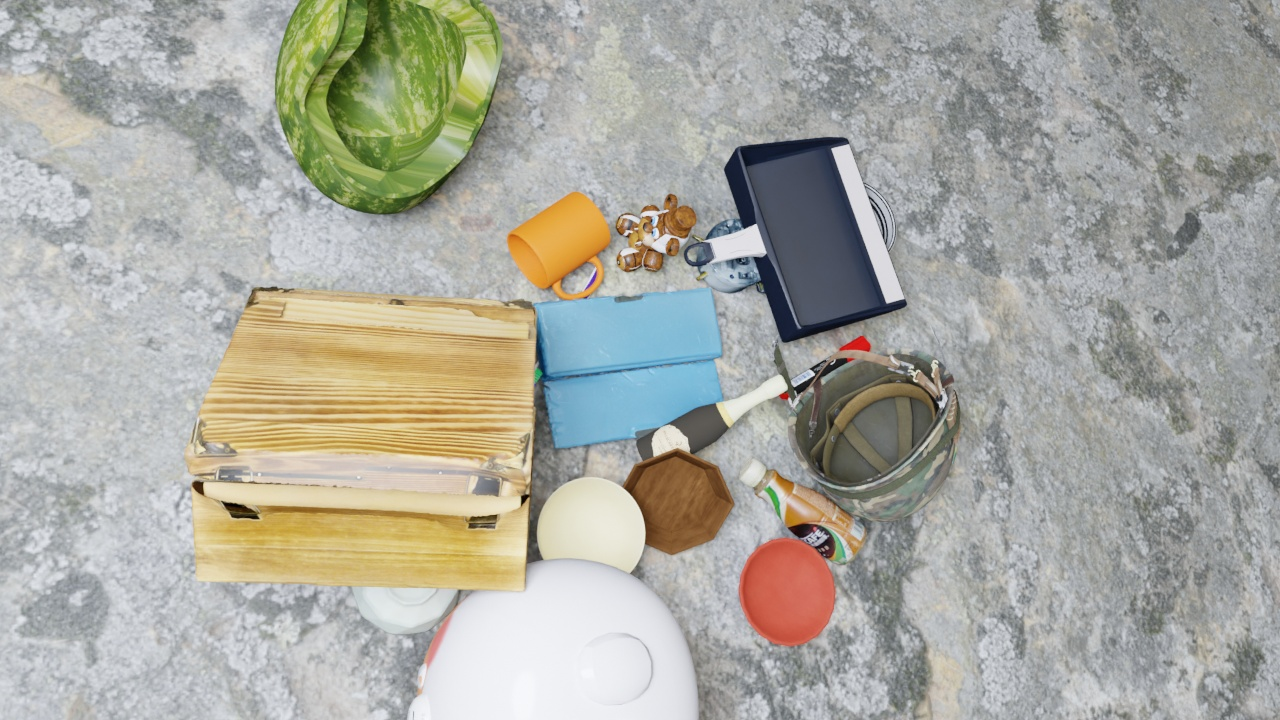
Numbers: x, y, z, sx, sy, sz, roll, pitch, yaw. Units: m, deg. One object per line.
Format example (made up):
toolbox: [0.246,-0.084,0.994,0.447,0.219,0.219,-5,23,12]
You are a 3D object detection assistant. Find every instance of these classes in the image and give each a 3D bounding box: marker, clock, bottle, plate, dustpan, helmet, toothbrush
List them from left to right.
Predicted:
helmet: [-0.275,-0.289,0.979,0.213,0.248,0.243,9,33,-32]
toothbrush: [-0.090,-0.040,1.091,0.016,0.015,0.186,34,68,-8]
plate: [0.038,0.156,1.044,0.131,0.025,0.131,0,110,-1]
bottle: [0.084,0.068,1.053,0.185,0.045,0.045,-30,85,9]
clock: [0.130,-0.130,1.162,0.129,0.052,0.090,1,76,-16]
dustpan: [0.176,-0.148,1.105,0.273,0.080,0.236,-16,82,-9]
bottle: [0.191,0.177,1.097,0.167,0.059,0.059,37,68,-5]
marker: [0.235,0.010,1.175,0.144,0.021,0.023,-28,93,-22]
helmet: [0.273,0.065,1.075,0.236,0.193,0.223,48,52,-41]

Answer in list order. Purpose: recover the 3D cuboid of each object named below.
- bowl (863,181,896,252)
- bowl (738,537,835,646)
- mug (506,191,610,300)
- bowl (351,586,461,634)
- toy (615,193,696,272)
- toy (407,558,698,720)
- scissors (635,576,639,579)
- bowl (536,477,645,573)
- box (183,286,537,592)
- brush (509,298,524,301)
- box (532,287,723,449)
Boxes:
bowl: [0.267,-0.171,1.207,0.120,0.066,0.120,4,75,-16]
bowl: [0.166,0.271,1.077,0.122,0.035,0.122,4,75,-16]
mug: [-0.087,-0.127,1.084,0.095,0.078,0.112,-37,101,-22]
bowl: [-0.239,0.225,0.951,0.117,0.061,0.117,4,75,-17]
toy: [0.021,-0.154,1.106,0.067,0.113,0.087,6,73,-28]
toy: [-0.090,0.321,0.859,0.265,0.282,0.262,4,74,-37]
scissors: [-0.048,0.279,1.023,0.137,0.012,0.127,34,69,-5]
bowl: [-0.062,0.192,1.006,0.118,0.074,0.118,4,75,-16]
box: [-0.234,0.066,0.831,0.279,0.258,0.221,5,108,-7]
brush: [-0.208,-0.016,1.025,0.195,0.059,0.043,-30,97,-24]
box: [-0.006,0.006,1.090,0.231,0.034,0.174,-8,84,-23]
